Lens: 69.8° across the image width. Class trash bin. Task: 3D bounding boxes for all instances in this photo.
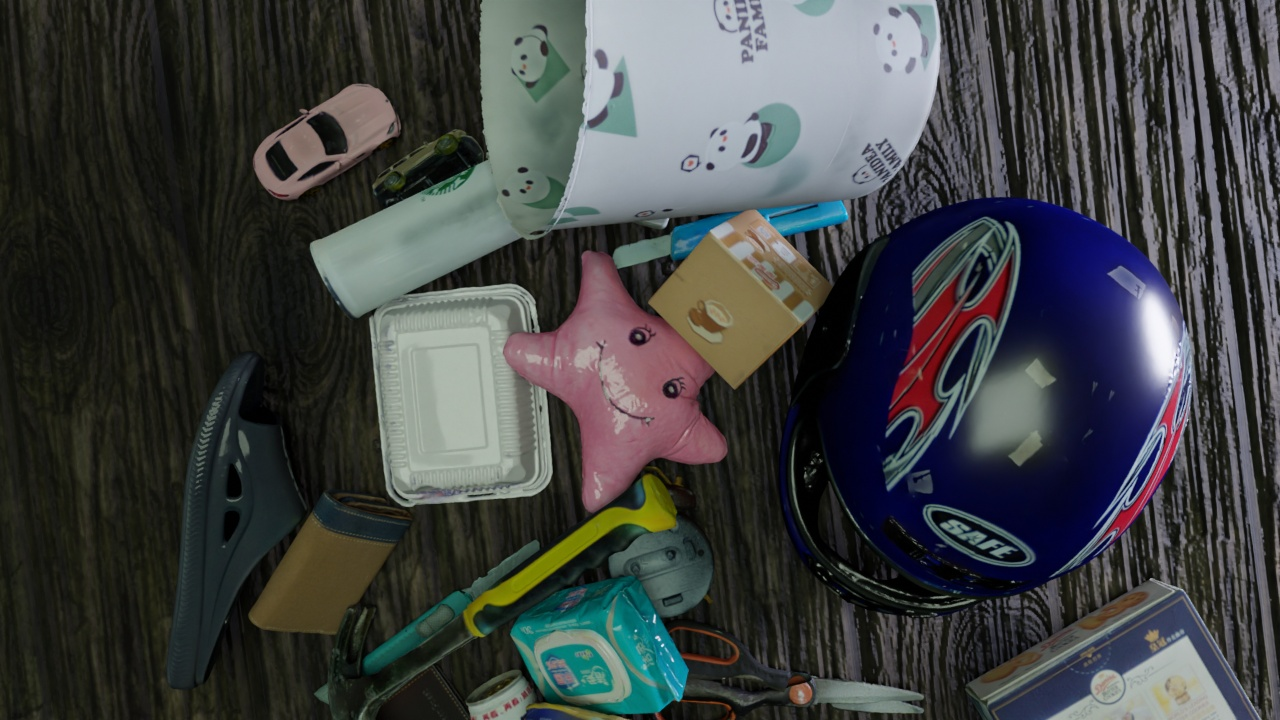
[{"bbox_3d":[0.041,-0.200,0.615,0.251,0.230,0.229,-5,91,-23],"label":"trash bin"}]

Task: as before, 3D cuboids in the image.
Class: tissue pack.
[{"bbox_3d":[-0.031,0.219,0.696,0.134,0.050,0.093,-24,97,40],"label":"tissue pack"}]

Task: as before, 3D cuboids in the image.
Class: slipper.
[{"bbox_3d":[-0.303,0.125,0.711,0.083,0.111,0.268,11,96,-15],"label":"slipper"}]

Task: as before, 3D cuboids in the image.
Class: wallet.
[{"bbox_3d":[-0.240,0.159,0.717,0.033,0.090,0.115,32,91,34],"label":"wallet"},{"bbox_3d":[-0.189,0.320,0.747,0.122,0.020,0.096,-36,90,-1],"label":"wallet"}]

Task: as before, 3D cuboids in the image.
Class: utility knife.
[{"bbox_3d":[0.069,-0.104,0.740,0.194,0.018,0.034,-15,91,2],"label":"utility knife"},{"bbox_3d":[-0.171,0.216,0.747,0.223,0.013,0.029,-37,89,1],"label":"utility knife"}]

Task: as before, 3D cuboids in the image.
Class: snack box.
[{"bbox_3d":[0.386,0.296,0.728,0.178,0.046,0.182,-30,90,1],"label":"snack box"},{"bbox_3d":[0.077,-0.048,0.687,0.093,0.094,0.077,46,122,5],"label":"snack box"}]

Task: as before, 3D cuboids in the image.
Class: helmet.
[{"bbox_3d":[0.226,0.043,0.630,0.247,0.240,0.315,26,92,0],"label":"helmet"}]

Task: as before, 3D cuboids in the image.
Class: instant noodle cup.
[{"bbox_3d":[-0.145,0.029,0.723,0.138,0.060,0.173,-5,92,0],"label":"instant noodle cup"}]

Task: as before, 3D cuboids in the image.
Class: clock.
[{"bbox_3d":[0.012,0.144,0.724,0.082,0.055,0.122,-18,90,1],"label":"clock"}]

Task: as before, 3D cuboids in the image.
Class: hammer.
[{"bbox_3d":[-0.112,0.183,0.684,0.324,0.032,0.126,-36,62,14],"label":"hammer"}]

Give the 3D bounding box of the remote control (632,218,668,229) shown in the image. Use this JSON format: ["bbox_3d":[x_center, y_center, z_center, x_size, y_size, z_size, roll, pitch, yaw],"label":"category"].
[{"bbox_3d":[0.018,-0.183,0.737,0.058,0.021,0.150,19,92,0],"label":"remote control"}]

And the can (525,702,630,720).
[{"bbox_3d":[-0.023,0.303,0.698,0.148,0.075,0.049,26,56,-24],"label":"can"}]

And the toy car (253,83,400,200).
[{"bbox_3d":[-0.251,-0.175,0.732,0.122,0.037,0.056,-33,92,0],"label":"toy car"}]

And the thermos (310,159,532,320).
[{"bbox_3d":[-0.138,-0.112,0.710,0.224,0.073,0.073,-27,90,-4],"label":"thermos"}]

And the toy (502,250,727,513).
[{"bbox_3d":[-0.004,0.004,0.712,0.178,0.075,0.194,-27,90,-19],"label":"toy"}]

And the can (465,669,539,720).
[{"bbox_3d":[-0.088,0.317,0.728,0.053,0.053,0.132,-26,91,0],"label":"can"}]

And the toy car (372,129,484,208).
[{"bbox_3d":[-0.168,-0.150,0.728,0.090,0.042,0.035,-32,56,5],"label":"toy car"}]

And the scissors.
[{"bbox_3d":[0.116,0.251,0.741,0.235,0.021,0.143,-15,90,1],"label":"scissors"}]
